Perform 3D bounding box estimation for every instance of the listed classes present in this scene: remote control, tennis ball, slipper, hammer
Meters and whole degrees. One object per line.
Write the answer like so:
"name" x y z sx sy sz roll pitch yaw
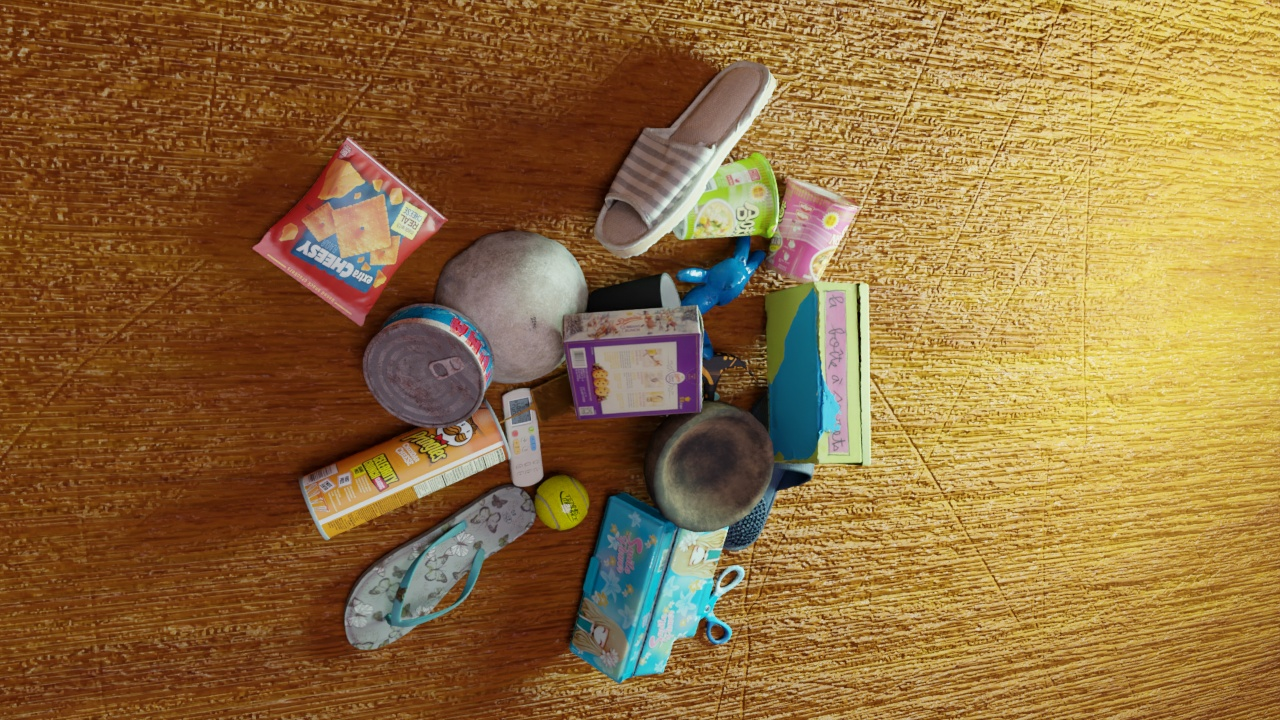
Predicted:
"remote control" -0.140 0.091 1.089 0.038 0.018 0.126 -12 112 -21
"tennis ball" -0.095 0.172 1.111 0.065 0.065 0.065 -8 111 -22
"slipper" 0.176 0.144 1.214 0.101 0.082 0.264 19 100 -26
"slipper" -0.238 0.244 1.081 0.268 0.055 0.098 -40 117 -8
"hammer" 0.082 0.141 1.188 0.123 0.036 0.321 -4 112 -20
"slipper" 0.045 -0.230 1.006 0.272 0.114 0.054 -52 132 -9

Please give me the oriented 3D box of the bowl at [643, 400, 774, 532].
"bowl" 0.076 0.122 1.119 0.162 0.070 0.162 -7 109 -20

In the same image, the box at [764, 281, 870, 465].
"box" 0.216 0.020 1.126 0.082 0.125 0.221 -1 84 -23

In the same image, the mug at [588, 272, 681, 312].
"mug" 0.002 -0.042 1.057 0.088 0.078 0.113 -12 139 18

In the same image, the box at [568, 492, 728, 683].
"box" 0.010 0.297 1.170 0.169 0.085 0.227 15 103 -1

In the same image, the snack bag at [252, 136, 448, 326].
"snack bag" -0.291 -0.129 0.931 0.130 0.039 0.144 40 89 -30

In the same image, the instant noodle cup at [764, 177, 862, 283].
"instant noodle cup" 0.203 -0.154 1.116 0.097 0.097 0.109 10 111 -27

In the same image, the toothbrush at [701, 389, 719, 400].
"toothbrush" 0.039 0.032 1.151 0.135 0.017 0.022 13 103 -25

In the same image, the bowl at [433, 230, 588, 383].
"bowl" -0.131 -0.049 1.009 0.178 0.081 0.179 -9 113 -21

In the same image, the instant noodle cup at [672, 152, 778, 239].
"instant noodle cup" 0.091 -0.183 1.056 0.108 0.099 0.099 -11 112 -11

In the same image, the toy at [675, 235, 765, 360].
"toy" 0.086 -0.079 1.103 0.176 0.071 0.113 -41 108 -6

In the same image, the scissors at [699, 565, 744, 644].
"scissors" 0.101 0.350 1.293 0.134 0.011 0.140 -36 120 -12

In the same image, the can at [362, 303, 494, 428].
"can" -0.223 0.007 0.971 0.130 0.044 0.130 4 122 6

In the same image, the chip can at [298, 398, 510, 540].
"chip can" -0.257 0.118 1.013 0.214 0.075 0.075 -23 116 -15

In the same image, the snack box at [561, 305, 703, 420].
"snack box" -0.006 0.006 1.013 0.148 0.040 0.144 -4 141 0

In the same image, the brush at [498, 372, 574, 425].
"brush" -0.105 0.048 1.075 0.126 0.017 0.048 -26 117 -27
